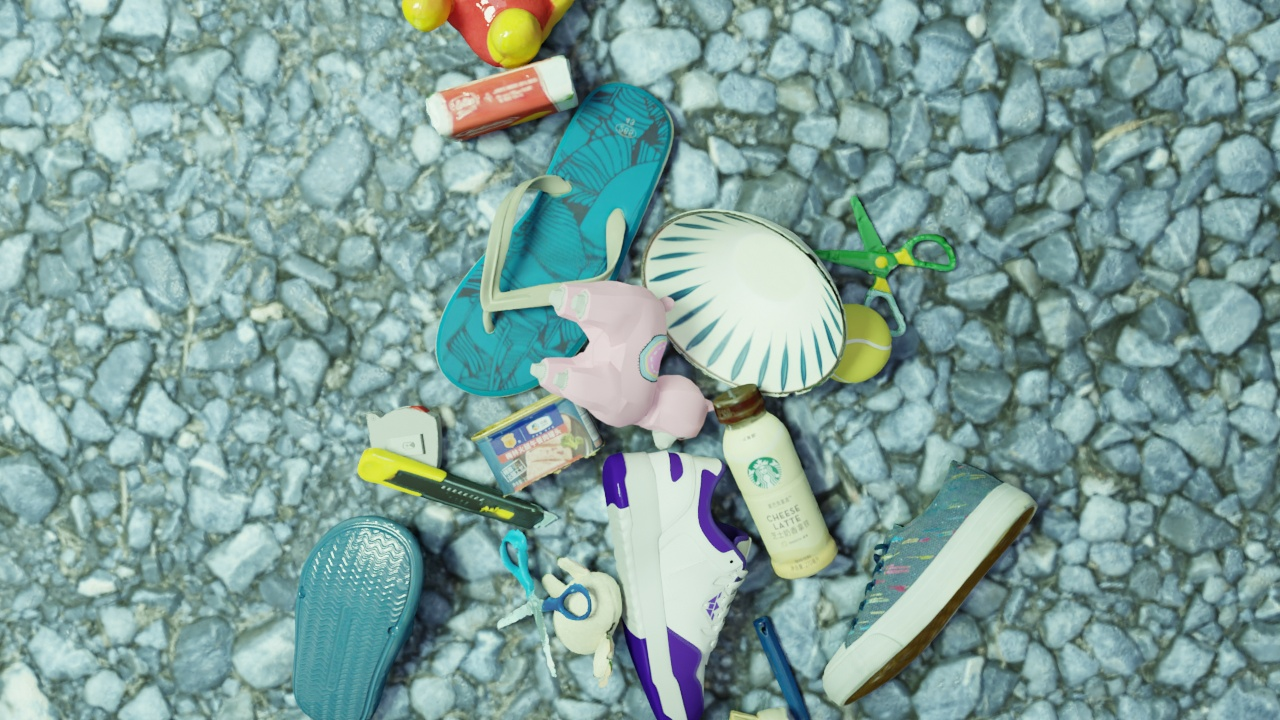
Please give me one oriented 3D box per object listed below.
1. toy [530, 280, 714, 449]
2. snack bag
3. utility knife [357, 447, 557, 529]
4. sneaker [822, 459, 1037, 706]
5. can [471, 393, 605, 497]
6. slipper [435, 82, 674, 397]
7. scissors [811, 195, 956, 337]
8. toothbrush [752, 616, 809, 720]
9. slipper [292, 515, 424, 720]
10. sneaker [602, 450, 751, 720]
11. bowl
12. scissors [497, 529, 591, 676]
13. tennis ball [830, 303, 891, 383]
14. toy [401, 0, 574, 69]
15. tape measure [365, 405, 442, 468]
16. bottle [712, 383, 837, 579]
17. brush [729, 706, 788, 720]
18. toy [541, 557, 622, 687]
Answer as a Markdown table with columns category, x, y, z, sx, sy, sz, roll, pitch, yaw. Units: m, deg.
| category | x | y | z | sx | sy | sz | roll | pitch | yaw |
| --- | --- | --- | --- | --- | --- | --- | --- | --- | --- |
| toy | -0.005 | 0.004 | 0.735 | 0.157 | 0.067 | 0.123 | 15 | 92 | -33 |
| snack bag | -0.108 | -0.209 | 0.738 | 0.116 | 0.077 | 0.036 | -16 | 99 | 2 |
| utility knife | -0.154 | 0.113 | 0.782 | 0.174 | 0.020 | 0.029 | 20 | 112 | -13 |
| sneaker | 0.227 | 0.185 | 0.774 | 0.079 | 0.087 | 0.235 | 43 | 99 | 32 |
| can | -0.084 | 0.067 | 0.771 | 0.100 | 0.054 | 0.059 | -27 | 94 | 3 |
| slipper | -0.067 | -0.094 | 0.757 | 0.118 | 0.060 | 0.295 | 30 | 94 | -5 |
| scissors | 0.203 | -0.076 | 0.776 | 0.125 | 0.011 | 0.127 | 6 | 94 | 0 |
| toothbrush | 0.141 | 0.313 | 0.804 | 0.016 | 0.017 | 0.190 | -23 | 94 | 2 |
| slipper | -0.244 | 0.222 | 0.785 | 0.104 | 0.059 | 0.214 | 22 | 109 | 4 |
| sneaker | 0.041 | 0.188 | 0.768 | 0.111 | 0.092 | 0.244 | -10 | 98 | -11 |
| bowl | 0.093 | -0.061 | 0.734 | 0.177 | 0.178 | 0.070 | 41 | 53 | -2 |
| scissors | -0.086 | 0.201 | 0.770 | 0.133 | 0.014 | 0.127 | -26 | 71 | 40 |
| tennis ball | 0.173 | -0.014 | 0.754 | 0.065 | 0.065 | 0.065 | 0 | 94 | 1 |
| toy | -0.159 | -0.316 | 0.716 | 0.216 | 0.099 | 0.147 | 30 | 59 | -3 |
| tape measure | -0.202 | 0.070 | 0.790 | 0.062 | 0.020 | 0.060 | -8 | 94 | 2 |
| bottle | 0.109 | 0.099 | 0.760 | 0.056 | 0.056 | 0.162 | -24 | 100 | 3 |
| brush | 0.148 | 0.418 | 0.798 | 0.077 | 0.062 | 0.272 | -26 | 98 | 19 |
| toy | -0.044 | 0.216 | 0.772 | 0.112 | 0.050 | 0.087 | 49 | 130 | 24 |
